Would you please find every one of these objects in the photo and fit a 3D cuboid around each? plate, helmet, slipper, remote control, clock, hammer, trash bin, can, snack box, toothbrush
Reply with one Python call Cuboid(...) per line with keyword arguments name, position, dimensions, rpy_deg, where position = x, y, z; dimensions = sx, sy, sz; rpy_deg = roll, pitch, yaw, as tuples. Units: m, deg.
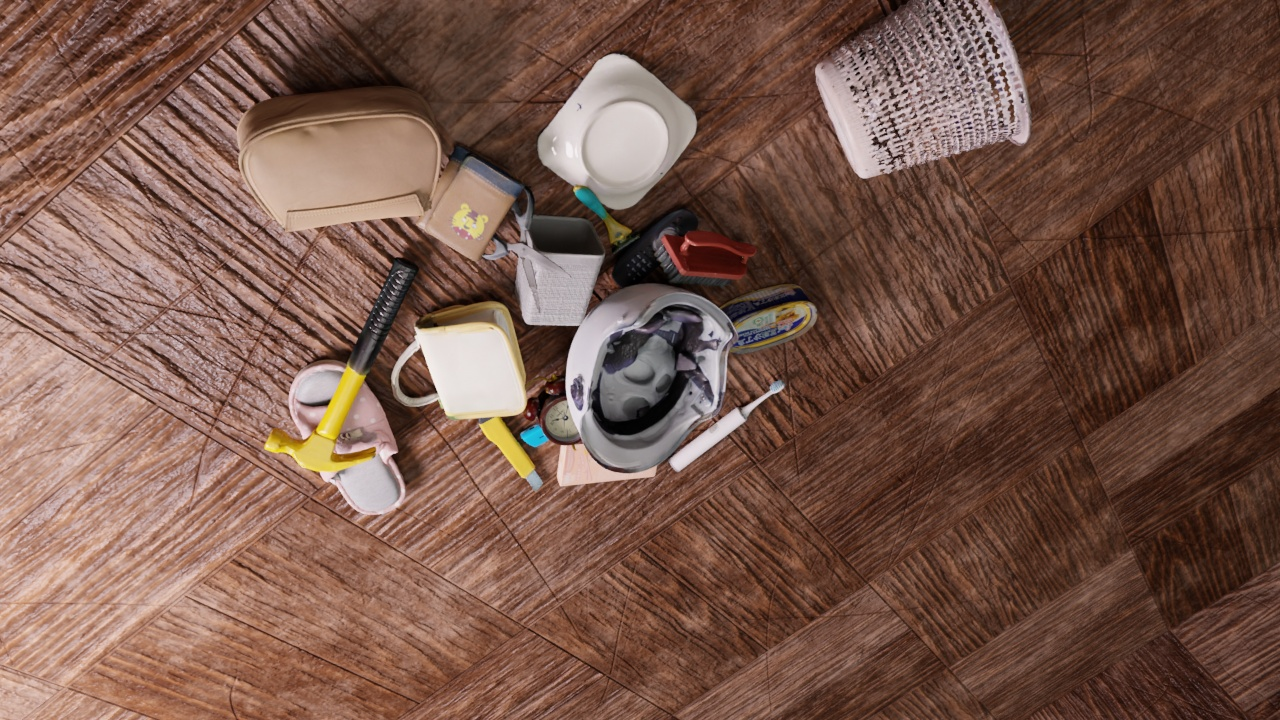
Cuboid(name="plate", position=(-0.022, -0.263, 1.099), dimensions=(0.163, 0.034, 0.164), rpy_deg=(29, 112, -35))
Cuboid(name="helmet", position=(-0.007, 0.007, 1.233), dimensions=(0.228, 0.146, 0.259), rpy_deg=(0, 120, -33))
Cuboid(name="slipper", position=(-0.388, 0.116, 1.236), dimensions=(0.114, 0.054, 0.275), rpy_deg=(-16, 128, -8))
Cuboid(name="remote control", position=(0.017, -0.150, 1.206), dimensions=(0.136, 0.024, 0.053), rpy_deg=(-41, 133, 9))
Cuboid(name="clock", position=(-0.116, 0.069, 1.296), dimensions=(0.082, 0.055, 0.122), rpy_deg=(-44, 113, 5))
Cuboid(name="hammer", position=(-0.352, 0.010, 1.145), dimensions=(0.128, 0.033, 0.301), rpy_deg=(24, 104, -20))
Cuboid(name="trash bin", position=(0.322, -0.321, 1.086), dimensions=(0.192, 0.227, 0.227), rpy_deg=(-23, 132, 13))
Cuboid(name="can", position=(0.179, -0.060, 1.323), dimensions=(0.148, 0.049, 0.075), rpy_deg=(-17, 131, -9))
Cuboid(name="snack box", position=(-0.047, 0.148, 1.411), dimensions=(0.157, 0.026, 0.085), rpy_deg=(-3, 127, -19))
Cuboid(name="toothbrush", position=(0.138, 0.101, 1.446), dimensions=(0.221, 0.026, 0.026), rpy_deg=(-38, 140, 10))

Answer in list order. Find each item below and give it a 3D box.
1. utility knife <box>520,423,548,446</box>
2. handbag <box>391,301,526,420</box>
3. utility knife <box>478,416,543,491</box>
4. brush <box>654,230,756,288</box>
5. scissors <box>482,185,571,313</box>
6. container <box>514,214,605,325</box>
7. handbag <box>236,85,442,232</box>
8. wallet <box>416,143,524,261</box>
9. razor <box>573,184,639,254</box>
Cuboid(name="utility knife", position=(-0.098, 0.080, 1.345), dimensions=(0.162, 0.018, 0.034), rpy_deg=(-29, 130, 0))
Cuboid(name="handbag", position=(-0.247, 0.004, 1.212), dimensions=(0.179, 0.063, 0.163), rpy_deg=(-8, 130, 3))
Cuboid(name="utility knife", position=(-0.190, 0.134, 1.353), dimensions=(0.033, 0.015, 0.192), rpy_deg=(-25, 131, 3))
Cuboid(name="brush", position=(0.093, -0.136, 1.207), dimensions=(0.145, 0.063, 0.069), rpy_deg=(1, 143, -45))
Cuboid(name="scissors", position=(-0.138, -0.134, 1.081), dimensions=(0.014, 0.179, 0.159), rpy_deg=(18, 79, -51))
Cuboid(name="container", position=(-0.107, -0.109, 1.150), dimensions=(0.090, 0.090, 0.114), rpy_deg=(1, 128, -21))
Cuboid(name="handbag", position=(-0.317, -0.218, 0.982), dimensions=(0.204, 0.099, 0.148), rpy_deg=(-10, 136, -14))
Cuboid(name="wallet", position=(-0.201, -0.185, 1.078), dimensions=(0.090, 0.033, 0.115), rpy_deg=(31, 115, -11))
Cuboid(name="razor", position=(-0.049, -0.182, 1.144), dimensions=(0.043, 0.028, 0.132), rpy_deg=(-30, 144, 14))
